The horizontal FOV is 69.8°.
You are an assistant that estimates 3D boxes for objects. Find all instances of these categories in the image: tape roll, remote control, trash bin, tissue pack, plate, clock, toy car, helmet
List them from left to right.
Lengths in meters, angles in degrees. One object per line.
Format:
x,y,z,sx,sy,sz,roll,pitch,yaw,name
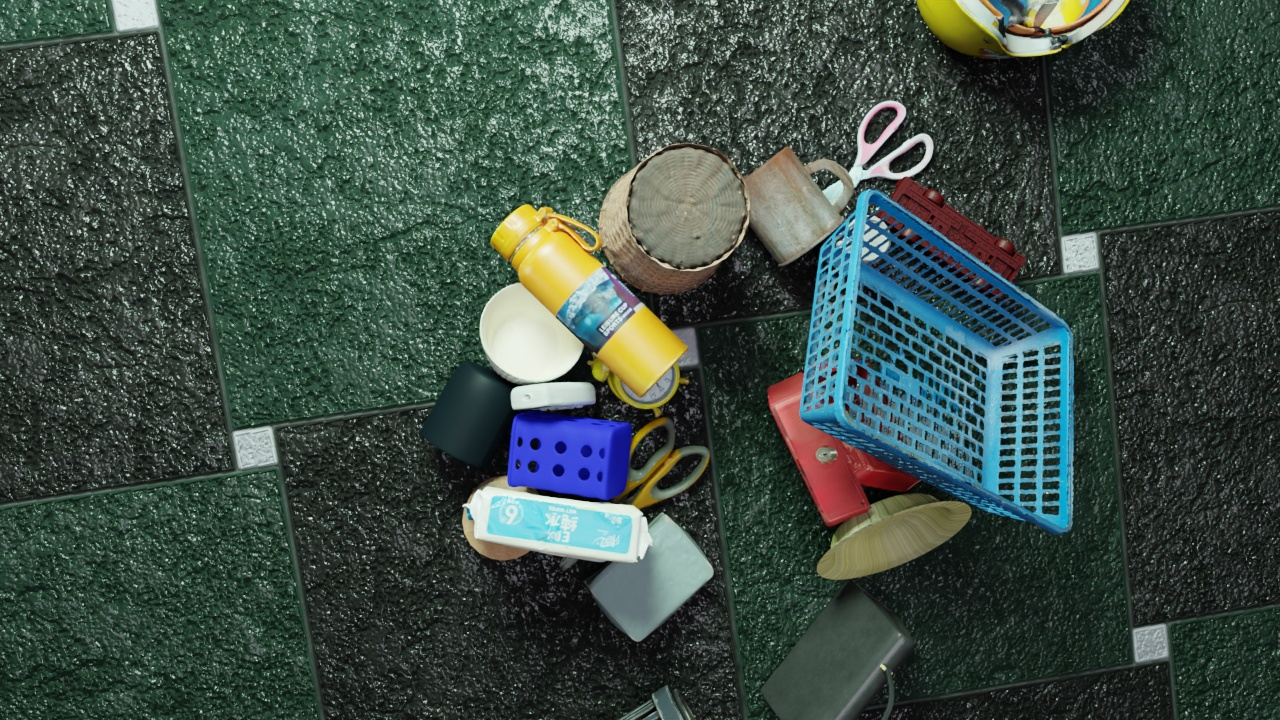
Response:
-0.158,0.182,1.065,0.094,0.027,0.094,0,95,-4,tape roll
-0.092,0.176,0.991,0.209,0.117,0.066,10,80,-2,tissue pack
-0.094,0.040,1.017,0.060,0.114,0.028,-8,85,26,remote control
-0.026,0.486,1.037,0.227,0.164,0.164,-30,96,-5,trash bin
-0.006,0.006,1.046,0.118,0.057,0.083,41,91,-13,clock
0.034,-0.143,0.962,0.151,0.210,0.151,0,95,-4,trash bin
0.282,0.193,1.051,0.184,0.184,0.036,-17,57,-3,plate
0.352,-0.139,1.060,0.170,0.062,0.070,33,92,-6,toy car
0.403,-0.428,1.006,0.239,0.140,0.209,-6,95,-17,helmet

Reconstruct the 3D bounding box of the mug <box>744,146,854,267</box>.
0.174,-0.182,1.026,0.123,0.096,0.110,-38,100,6,mug

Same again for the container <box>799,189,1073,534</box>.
0.314,0.016,0.966,0.362,0.089,0.256,26,63,-28,container

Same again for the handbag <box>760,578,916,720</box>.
0.235,0.362,1.024,0.072,0.196,0.176,38,91,-6,handbag

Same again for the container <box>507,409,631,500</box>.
-0.076,0.105,1.018,0.114,0.085,0.084,6,93,16,container

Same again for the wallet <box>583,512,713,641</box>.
0.011,0.252,1.072,0.131,0.054,0.100,-39,104,-3,wallet

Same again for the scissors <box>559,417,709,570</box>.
-0.011,0.171,1.078,0.114,0.016,0.229,33,101,-24,scissors

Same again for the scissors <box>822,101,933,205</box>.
0.267,-0.212,1.072,0.101,0.016,0.178,39,91,-7,scissors

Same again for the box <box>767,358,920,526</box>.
0.211,0.091,1.036,0.126,0.137,0.157,-30,95,-10,box

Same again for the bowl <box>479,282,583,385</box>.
-0.125,-0.022,1.020,0.115,0.063,0.115,6,70,-16,bowl

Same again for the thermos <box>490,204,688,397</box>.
-0.052,-0.072,0.980,0.232,0.076,0.091,44,78,2,thermos

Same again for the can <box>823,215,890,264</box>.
0.242,-0.134,1.034,0.054,0.096,0.054,0,94,-5,can

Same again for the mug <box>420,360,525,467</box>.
-0.172,0.065,1.034,0.121,0.085,0.094,28,92,-34,mug
